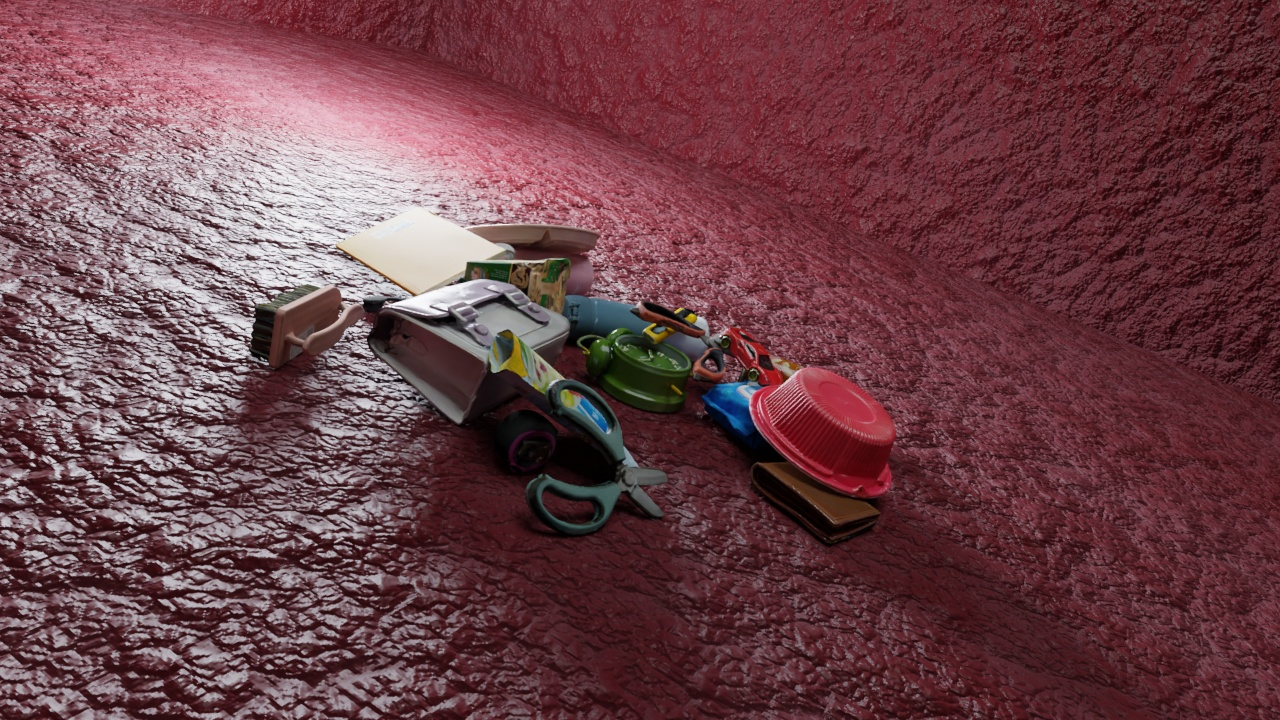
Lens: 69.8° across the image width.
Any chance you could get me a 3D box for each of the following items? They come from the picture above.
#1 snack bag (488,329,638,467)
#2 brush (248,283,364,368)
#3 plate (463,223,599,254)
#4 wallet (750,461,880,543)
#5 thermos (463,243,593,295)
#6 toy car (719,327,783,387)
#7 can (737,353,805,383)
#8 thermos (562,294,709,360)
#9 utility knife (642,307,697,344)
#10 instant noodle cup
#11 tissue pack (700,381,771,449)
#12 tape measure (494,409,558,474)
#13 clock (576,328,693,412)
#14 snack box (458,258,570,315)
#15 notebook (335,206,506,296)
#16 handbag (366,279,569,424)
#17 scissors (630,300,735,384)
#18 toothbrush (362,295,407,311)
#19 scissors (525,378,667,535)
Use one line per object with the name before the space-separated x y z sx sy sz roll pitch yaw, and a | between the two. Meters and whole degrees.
snack bag | -0.071 0.048 0.922 0.191 0.039 0.110 43 -1 -25
brush | -0.346 -0.041 0.966 0.073 0.063 0.145 16 19 3
plate | -0.176 -0.177 1.385 0.229 0.028 0.229 0 1 0
wallet | 0.191 0.149 1.007 0.101 0.032 0.124 0 28 -48
thermos | -0.159 -0.136 1.340 0.198 0.087 0.067 2 58 -43
toy car | 0.145 -0.002 1.173 0.049 0.031 0.106 5 41 -47
can | 0.212 0.034 1.274 0.147 0.058 0.057 21 21 6
thermos | -0.014 -0.046 1.271 0.220 0.070 0.070 9 23 -25
utility knife | 0.043 -0.048 1.221 0.033 0.015 0.154 28 25 15
instant noodle cup | 0.223 0.071 1.067 0.194 0.066 0.193 23 26 -12
tissue pack | 0.156 0.063 1.158 0.156 0.052 0.095 -2 30 -44
tape measure | -0.109 0.078 0.880 0.057 0.057 0.039 12 19 -39
clock | -0.007 0.007 1.153 0.161 0.056 0.116 25 20 14
snack box | -0.162 -0.080 1.163 0.106 0.118 0.117 13 10 16
notebook | -0.302 -0.153 1.254 0.206 0.010 0.145 29 48 36
handbag | -0.184 -0.025 1.009 0.145 0.099 0.196 28 21 12
scissors | 0.085 -0.024 1.193 0.189 0.015 0.222 38 26 11
toothbrush | -0.284 -0.075 1.183 0.014 0.018 0.188 31 20 26
scissors | -0.042 0.085 0.857 0.172 0.019 0.178 1 69 -42
